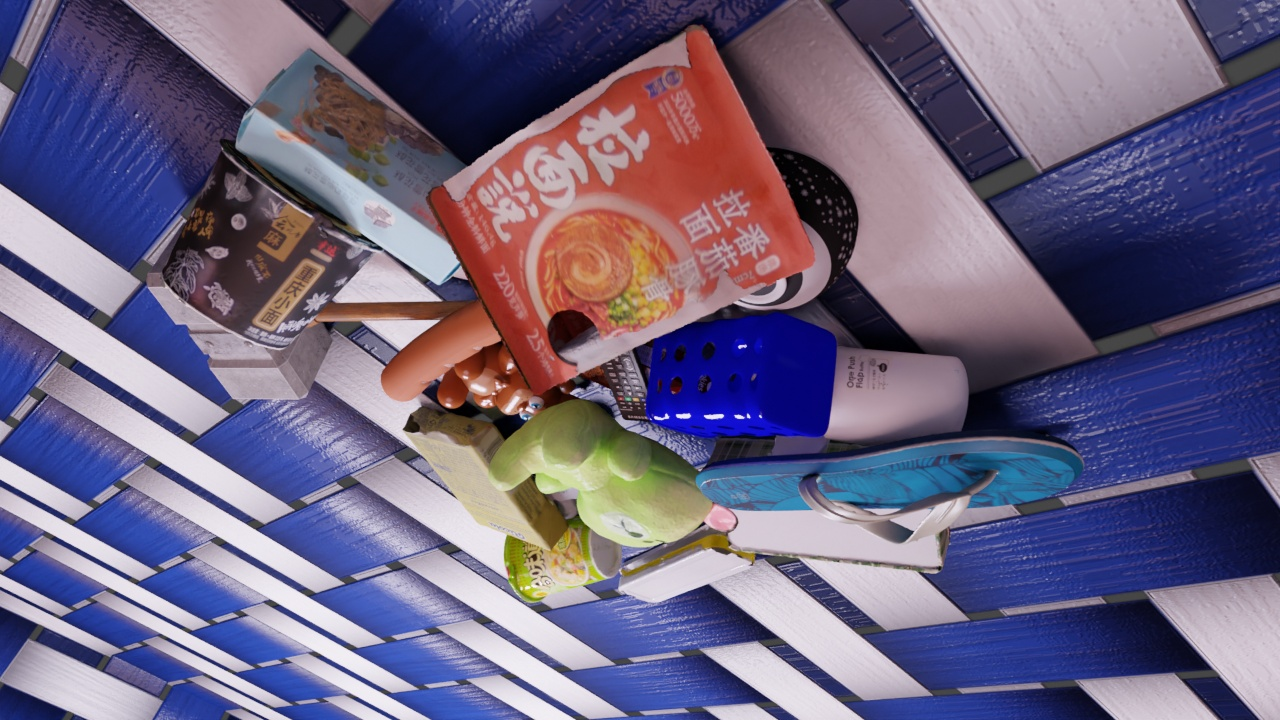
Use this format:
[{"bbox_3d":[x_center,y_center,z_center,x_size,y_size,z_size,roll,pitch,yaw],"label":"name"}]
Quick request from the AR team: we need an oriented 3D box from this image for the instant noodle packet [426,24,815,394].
[{"bbox_3d":[-0.010,-0.094,0.609,0.221,0.083,0.164,-23,97,32],"label":"instant noodle packet"}]

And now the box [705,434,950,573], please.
[{"bbox_3d":[0.166,0.126,0.821,0.206,0.050,0.118,-1,125,30],"label":"box"}]

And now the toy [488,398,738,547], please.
[{"bbox_3d":[-0.024,0.103,0.830,0.196,0.107,0.151,29,143,-35],"label":"toy"}]

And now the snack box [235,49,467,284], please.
[{"bbox_3d":[-0.192,-0.137,0.664,0.174,0.074,0.053,35,141,-18],"label":"snack box"}]

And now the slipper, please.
[{"bbox_3d":[0.178,0.106,0.696,0.296,0.060,0.118,-9,152,31],"label":"slipper"}]

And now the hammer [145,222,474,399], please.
[{"bbox_3d":[-0.245,-0.043,0.812,0.318,0.082,0.163,0,139,12],"label":"hammer"}]

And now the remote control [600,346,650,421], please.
[{"bbox_3d":[-0.013,0.006,0.754,0.033,0.015,0.147,2,139,21],"label":"remote control"}]

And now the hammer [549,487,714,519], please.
[{"bbox_3d":[0.056,0.145,0.941,0.324,0.029,0.127,8,141,13],"label":"hammer"}]

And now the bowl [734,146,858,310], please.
[{"bbox_3d":[0.084,-0.077,0.624,0.120,0.066,0.120,12,142,10],"label":"bowl"}]

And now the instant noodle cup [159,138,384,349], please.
[{"bbox_3d":[-0.282,-0.080,0.693,0.137,0.112,0.137,35,-176,-3],"label":"instant noodle cup"}]

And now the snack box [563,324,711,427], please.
[{"bbox_3d":[-0.005,0.005,0.790,0.141,0.031,0.051,25,142,-7],"label":"snack box"}]

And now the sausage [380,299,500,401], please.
[{"bbox_3d":[-0.162,-0.011,0.770,0.165,0.039,0.044,-29,130,29],"label":"sausage"}]

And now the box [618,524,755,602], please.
[{"bbox_3d":[0.049,0.233,1.051,0.064,0.037,0.210,29,141,-21],"label":"box"}]

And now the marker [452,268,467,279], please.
[{"bbox_3d":[-0.121,-0.069,0.763,0.133,0.017,0.020,14,143,8],"label":"marker"}]

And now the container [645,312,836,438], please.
[{"bbox_3d":[0.076,0.013,0.687,0.085,0.084,0.114,16,167,-40],"label":"container"}]

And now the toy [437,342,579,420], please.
[{"bbox_3d":[-0.115,0.027,0.842,0.127,0.065,0.095,25,137,-16],"label":"toy"}]

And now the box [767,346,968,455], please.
[{"bbox_3d":[0.172,0.044,0.725,0.156,0.084,0.126,8,147,17],"label":"box"}]

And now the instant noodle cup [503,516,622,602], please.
[{"bbox_3d":[-0.083,0.219,1.043,0.108,0.098,0.099,-15,131,25],"label":"instant noodle cup"}]

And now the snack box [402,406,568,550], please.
[{"bbox_3d":[-0.164,0.122,0.978,0.121,0.045,0.181,9,141,39],"label":"snack box"}]
